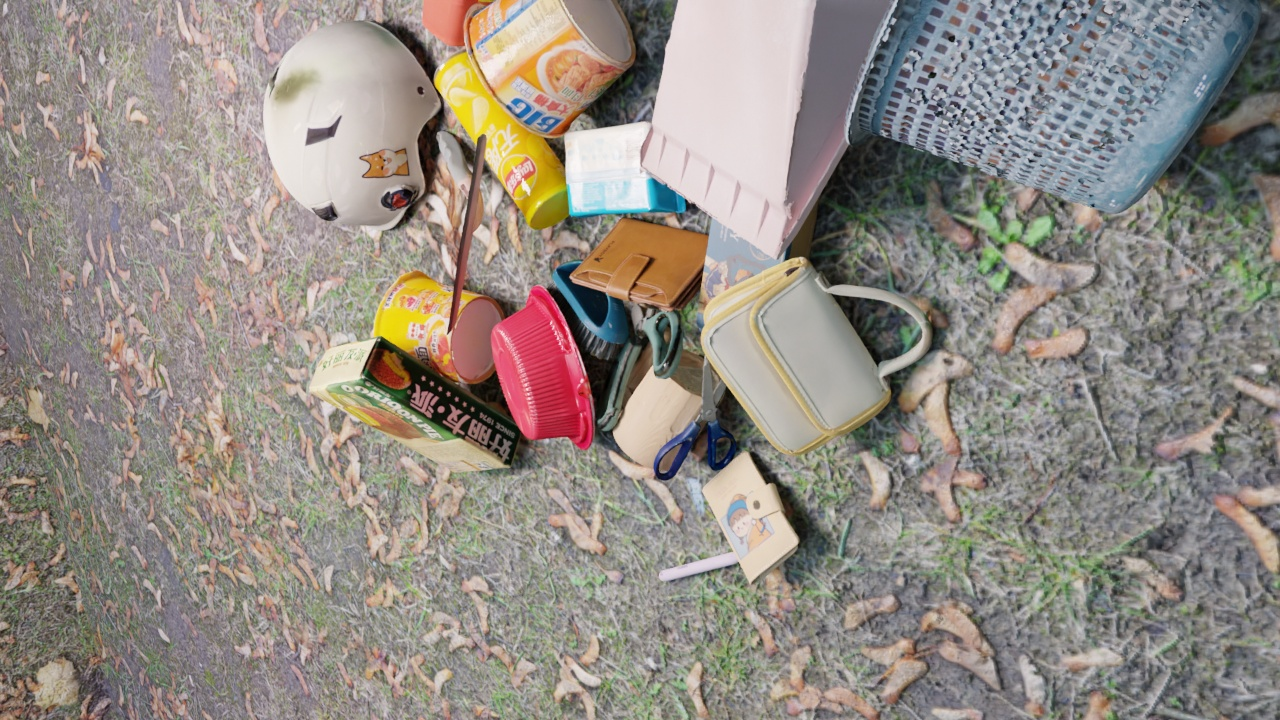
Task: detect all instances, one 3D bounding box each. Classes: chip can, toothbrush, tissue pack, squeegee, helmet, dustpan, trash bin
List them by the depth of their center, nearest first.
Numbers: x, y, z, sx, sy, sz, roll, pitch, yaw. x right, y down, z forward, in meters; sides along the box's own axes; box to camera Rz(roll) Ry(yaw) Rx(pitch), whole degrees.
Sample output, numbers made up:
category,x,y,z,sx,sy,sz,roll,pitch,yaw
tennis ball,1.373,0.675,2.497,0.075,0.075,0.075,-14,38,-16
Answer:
category,x,y,z,sx,sy,sz,roll,pitch,yaw
trash bin,0.280,-0.208,0.624,0.195,0.225,0.227,32,121,13
dustpan,0.128,-0.249,0.776,0.222,0.138,0.274,47,139,42
tissue pack,-0.016,-0.194,0.943,0.140,0.063,0.090,3,101,36
toothbrush,0.086,0.218,1.002,0.021,0.029,0.190,40,135,-23
chip can,-0.149,-0.250,1.030,0.072,0.071,0.213,-44,74,37
squeegee,-0.206,-0.202,1.061,0.249,0.040,0.248,-112,31,-45
helmet,-0.385,-0.289,1.154,0.230,0.156,0.275,44,125,21

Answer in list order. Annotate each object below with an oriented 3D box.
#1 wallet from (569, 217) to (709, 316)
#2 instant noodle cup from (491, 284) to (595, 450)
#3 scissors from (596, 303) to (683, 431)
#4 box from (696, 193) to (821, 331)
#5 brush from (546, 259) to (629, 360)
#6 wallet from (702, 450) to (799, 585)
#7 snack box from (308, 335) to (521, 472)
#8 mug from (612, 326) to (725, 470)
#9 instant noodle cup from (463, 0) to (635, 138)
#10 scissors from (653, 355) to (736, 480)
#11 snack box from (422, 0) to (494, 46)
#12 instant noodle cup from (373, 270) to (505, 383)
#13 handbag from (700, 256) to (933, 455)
category,x,y,z,sx,sy,sz,roll,pitch,yaw
wallet,0.005,-0.093,0.928,0.131,0.118,0.035,18,143,34
instant noodle cup,-0.116,0.017,1.025,0.194,0.065,0.194,161,90,-73
scissors,-0.006,0.005,0.948,0.180,0.019,0.170,-62,22,19
box,0.112,-0.104,0.869,0.090,0.059,0.184,19,115,33
brush,-0.053,-0.065,0.995,0.074,0.055,0.144,-62,40,23
wallet,0.115,0.160,0.946,0.087,0.024,0.115,-52,52,37
snack box,-0.268,0.061,1.116,0.115,0.240,0.063,-10,54,40
mug,0.024,0.037,0.973,0.104,0.084,0.124,-58,39,30
instant noodle cup,-0.084,-0.317,0.918,0.112,0.151,0.151,-27,84,32
scissors,0.070,0.061,0.921,0.166,0.157,0.012,-46,45,15
snack box,-0.194,-0.397,1.017,0.082,0.091,0.080,43,132,22
instant noodle cup,-0.240,-0.033,1.127,0.110,0.137,0.138,10,108,28
handbag,0.162,-0.012,0.814,0.179,0.063,0.163,-29,111,21
